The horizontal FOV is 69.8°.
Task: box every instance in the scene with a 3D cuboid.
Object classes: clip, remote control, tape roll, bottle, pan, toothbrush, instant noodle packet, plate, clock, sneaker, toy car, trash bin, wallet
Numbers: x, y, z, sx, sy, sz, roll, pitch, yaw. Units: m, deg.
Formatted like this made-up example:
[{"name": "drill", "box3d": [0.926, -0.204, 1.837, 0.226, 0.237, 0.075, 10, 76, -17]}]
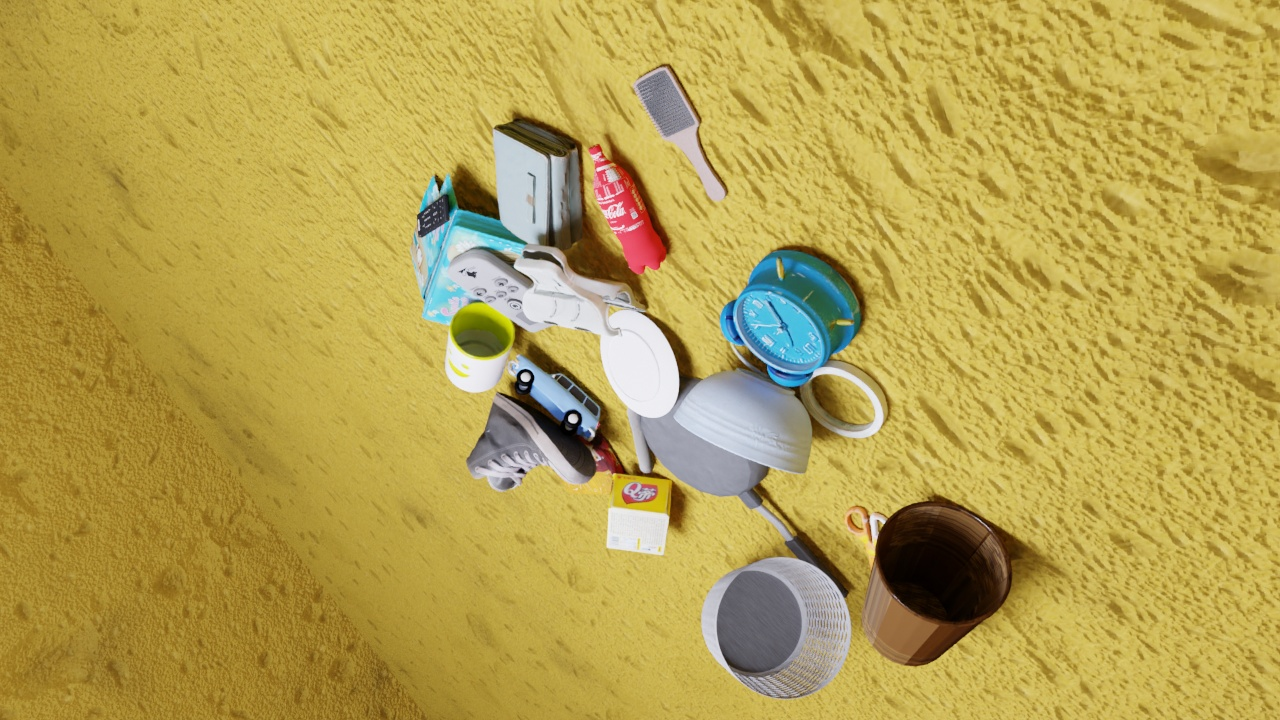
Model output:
[{"name": "clip", "box3d": [-0.082, -0.067, 1.023, 0.127, 0.104, 0.151, 11, 178, 35]}, {"name": "remote control", "box3d": [-0.163, -0.082, 1.121, 0.074, 0.019, 0.151, -18, 139, 41]}, {"name": "tape roll", "box3d": [0.207, 0.040, 0.941, 0.093, 0.013, 0.093, 27, 142, 23]}, {"name": "bottle", "box3d": [-0.017, -0.155, 0.938, 0.042, 0.041, 0.141, 1, 127, 45]}, {"name": "pan", "box3d": [0.131, 0.166, 1.126, 0.357, 0.041, 0.179, 48, 146, -5]}, {"name": "toothbrush", "box3d": [-0.006, 0.075, 1.188, 0.022, 0.024, 0.186, -10, 128, 4]}, {"name": "instant noodle packet", "box3d": [-0.084, 0.151, 1.331, 0.136, 0.039, 0.098, -9, 117, 45]}, {"name": "plate", "box3d": [-0.007, 0.006, 1.087, 0.135, 0.011, 0.135, 26, 127, 40]}, {"name": "clock", "box3d": [0.140, -0.034, 0.889, 0.117, 0.060, 0.162, 40, 148, 5]}, {"name": "sneaker", "box3d": [-0.155, 0.139, 1.266, 0.235, 0.120, 0.095, 28, -178, 42]}, {"name": "remote control", "box3d": [-0.251, -0.173, 1.109, 0.140, 0.009, 0.030, -3, 91, 64]}, {"name": "toy car", "box3d": [-0.115, 0.046, 1.237, 0.153, 0.054, 0.056, 41, 160, 3]}, {"name": "trash bin", "box3d": [0.157, 0.326, 1.135, 0.156, 0.156, 0.183, 40, 167, 6]}, {"name": "wallet", "box3d": [-0.112, -0.189, 0.996, 0.100, 0.054, 0.132, 25, 138, 22]}]

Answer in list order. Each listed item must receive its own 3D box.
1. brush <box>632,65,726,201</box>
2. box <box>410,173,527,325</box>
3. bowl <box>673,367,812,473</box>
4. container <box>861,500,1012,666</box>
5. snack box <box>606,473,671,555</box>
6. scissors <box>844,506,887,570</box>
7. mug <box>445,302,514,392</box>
[{"name": "brush", "box3d": [0.040, -0.205, 0.851, 0.050, 0.015, 0.136, -10, 119, 49]}, {"name": "box", "box3d": [-0.238, -0.131, 1.163, 0.171, 0.084, 0.228, 43, 146, 2]}, {"name": "bowl", "box3d": [0.118, 0.054, 0.964, 0.151, 0.150, 0.075, 25, 97, 25]}, {"name": "container", "box3d": [0.300, 0.247, 0.974, 0.132, 0.131, 0.167, 29, 149, 21]}, {"name": "snack box", "box3d": [-0.002, 0.213, 1.269, 0.083, 0.061, 0.106, 7, 138, 2]}, {"name": "scissors", "box3d": [0.274, 0.220, 1.066, 0.065, 0.013, 0.129, 11, 133, 39]}, {"name": "mug", "box3d": [-0.212, -0.015, 1.200, 0.082, 0.082, 0.106, 40, 150, 6]}]
